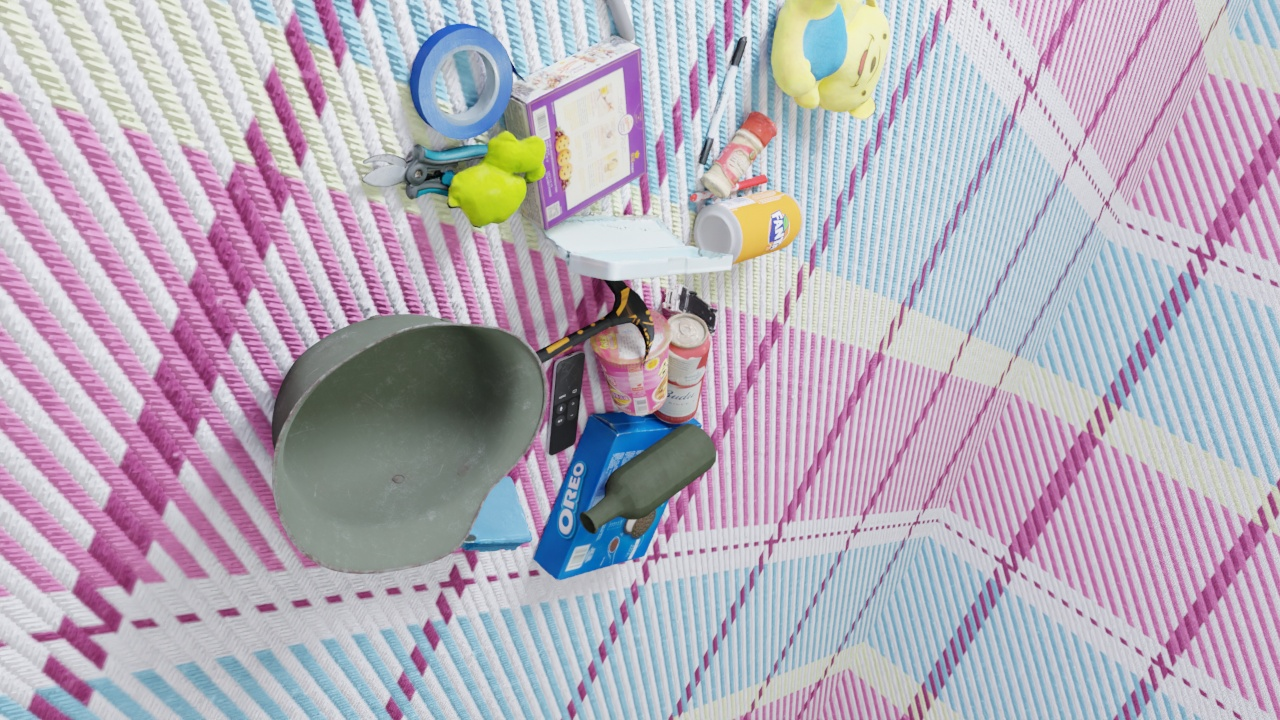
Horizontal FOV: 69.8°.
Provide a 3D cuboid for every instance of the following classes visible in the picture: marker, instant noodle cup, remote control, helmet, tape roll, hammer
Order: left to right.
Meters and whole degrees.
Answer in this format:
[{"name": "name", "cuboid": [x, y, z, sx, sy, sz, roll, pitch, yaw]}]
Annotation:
[{"name": "helmet", "cuboid": [-0.221, 0.048, 0.833, 0.267, 0.154, 0.227, -19, 121, -33]}, {"name": "tape roll", "cuboid": [-0.153, -0.239, 0.788, 0.093, 0.016, 0.091, -49, 140, -3]}, {"name": "hammer", "cuboid": [-0.123, 0.007, 0.996, 0.319, 0.123, 0.036, -30, 176, -24]}, {"name": "remote control", "cuboid": [-0.093, 0.054, 1.138, 0.045, 0.008, 0.147, -24, 136, -39]}, {"name": "marker", "cuboid": [-0.031, -0.355, 0.852, 0.016, 0.016, 0.140, -47, 146, -12]}, {"name": "instant noodle cup", "cuboid": [-0.007, 0.007, 1.123, 0.097, 0.098, 0.109, -37, 142, -26]}, {"name": "marker", "cuboid": [0.095, -0.300, 1.065, 0.011, 0.011, 0.152, -11, 127, -47]}, {"name": "marker", "cuboid": [0.113, -0.217, 1.157, 0.141, 0.013, 0.013, -23, 135, -40]}]

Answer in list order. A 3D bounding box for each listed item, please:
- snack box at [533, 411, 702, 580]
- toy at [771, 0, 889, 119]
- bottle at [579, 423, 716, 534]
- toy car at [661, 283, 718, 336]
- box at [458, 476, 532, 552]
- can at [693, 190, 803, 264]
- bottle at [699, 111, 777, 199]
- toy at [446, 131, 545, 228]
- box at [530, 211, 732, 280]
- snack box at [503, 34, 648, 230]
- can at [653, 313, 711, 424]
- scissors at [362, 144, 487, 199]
[{"name": "snack box", "cuboid": [-0.029, 0.182, 1.288, 0.195, 0.056, 0.239, -1, 118, -52]}, {"name": "toy", "cuboid": [0.231, -0.376, 1.106, 0.213, 0.084, 0.149, -8, 126, -51]}, {"name": "bottle", "cuboid": [0.008, 0.158, 1.198, 0.206, 0.071, 0.072, -31, 140, -33]}, {"name": "toy car", "cuboid": [0.066, -0.066, 1.208, 0.113, 0.039, 0.039, 29, 69, -58]}, {"name": "box", "cuboid": [-0.239, 0.184, 1.025, 0.102, 0.094, 0.231, -36, 155, 25]}, {"name": "can", "cuboid": [0.140, -0.170, 1.171, 0.142, 0.079, 0.079, -21, 134, -41]}, {"name": "bottle", "cuboid": [0.119, -0.248, 1.111, 0.109, 0.044, 0.044, -53, 147, -4]}, {"name": "toy", "cuboid": [-0.129, -0.165, 0.835, 0.094, 0.036, 0.094, -5, 126, -37]}, {"name": "box", "cuboid": [-0.006, -0.119, 0.978, 0.196, 0.136, 0.049, -10, 127, -48]}, {"name": "snack box", "cuboid": [-0.060, -0.224, 0.907, 0.147, 0.040, 0.144, -35, 142, -28]}, {"name": "can", "cuboid": [0.052, 0.014, 1.205, 0.067, 0.067, 0.170, -35, 153, -28]}, {"name": "scissors", "cuboid": [-0.178, -0.168, 0.827, 0.127, 0.019, 0.153, -49, 147, -12]}]
